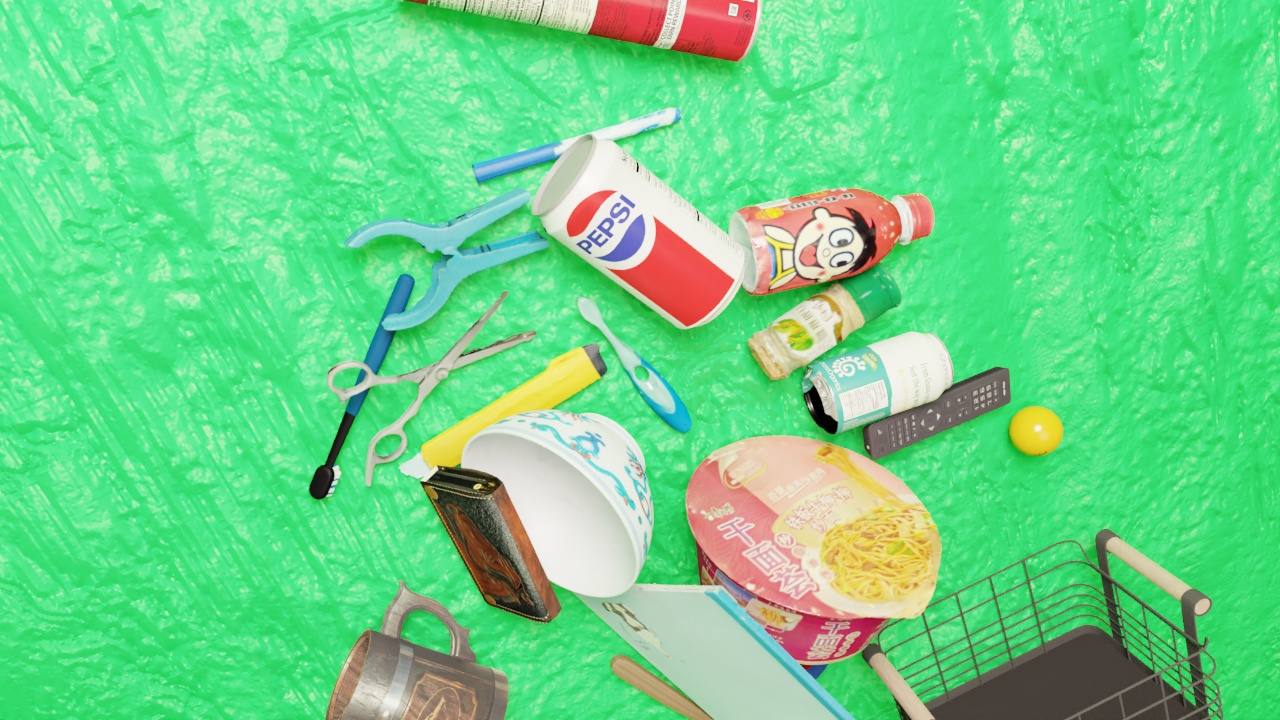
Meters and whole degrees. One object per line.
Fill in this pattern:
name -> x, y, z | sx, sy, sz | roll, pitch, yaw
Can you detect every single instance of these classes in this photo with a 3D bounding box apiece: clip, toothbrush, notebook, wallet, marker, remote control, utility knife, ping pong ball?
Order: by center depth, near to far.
clip -> -0.133, -0.083, 0.578 | 0.130, 0.031, 0.121 | -45, 115, -4
marker -> -0.040, -0.142, 0.599 | 0.141, 0.013, 0.013 | -19, 112, -8
toothbrush -> -0.186, 0.019, 0.615 | 0.014, 0.014, 0.168 | 27, 99, 13
wallet -> -0.103, 0.129, 0.643 | 0.019, 0.072, 0.123 | -45, 127, -38
utility knife -> -0.096, 0.038, 0.644 | 0.164, 0.017, 0.030 | -32, 108, -2
toothbrush -> -0.004, 0.004, 0.658 | 0.022, 0.017, 0.135 | -39, 116, 1
notebook -> 0.077, 0.243, 0.676 | 0.253, 0.182, 0.009 | 47, 57, -18
remote control -> 0.231, 0.039, 0.714 | 0.136, 0.015, 0.032 | -19, 112, -18
ping pong ball -> 0.319, 0.057, 0.741 | 0.040, 0.040, 0.040 | -4, 109, -13
toothbrush -> 0.038, 0.289, 0.765 | 0.167, 0.016, 0.016 | 39, 93, -22

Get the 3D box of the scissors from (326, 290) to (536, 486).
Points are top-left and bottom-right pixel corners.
scissors -> -0.142, 0.021, 0.620 | 0.141, 0.014, 0.162 | -6, 129, -33

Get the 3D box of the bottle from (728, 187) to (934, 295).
bottle -> 0.134, -0.087, 0.634 | 0.137, 0.062, 0.062 | -13, 111, -9

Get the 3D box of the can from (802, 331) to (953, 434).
can -> 0.176, 0.015, 0.683 | 0.101, 0.055, 0.055 | -18, 112, -7

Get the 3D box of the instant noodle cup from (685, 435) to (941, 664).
instant noodle cup -> 0.115, 0.139, 0.659 | 0.178, 0.178, 0.078 | -1, 125, -14

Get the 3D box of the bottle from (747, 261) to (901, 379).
bottle -> 0.132, -0.030, 0.665 | 0.111, 0.043, 0.043 | -33, 113, 0

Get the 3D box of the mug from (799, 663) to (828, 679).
mug -> 0.117, 0.199, 0.717 | 0.112, 0.074, 0.076 | -27, 113, 9

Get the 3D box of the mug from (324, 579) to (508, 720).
mug -> -0.156, 0.233, 0.672 | 0.107, 0.080, 0.115 | 27, 72, -20

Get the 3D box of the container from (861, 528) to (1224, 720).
container -> 0.326, 0.262, 0.747 | 0.241, 0.163, 0.130 | -24, 112, -5

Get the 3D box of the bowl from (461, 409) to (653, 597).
bowl -> -0.043, 0.083, 0.629 | 0.074, 0.144, 0.144 | -47, 120, -40

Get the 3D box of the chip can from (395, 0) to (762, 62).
chip can -> -0.035, -0.223, 0.550 | 0.214, 0.052, 0.052 | 5, 107, -16

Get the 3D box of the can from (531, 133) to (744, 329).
can -> 0.001, -0.081, 0.594 | 0.132, 0.070, 0.070 | 35, 97, -25
